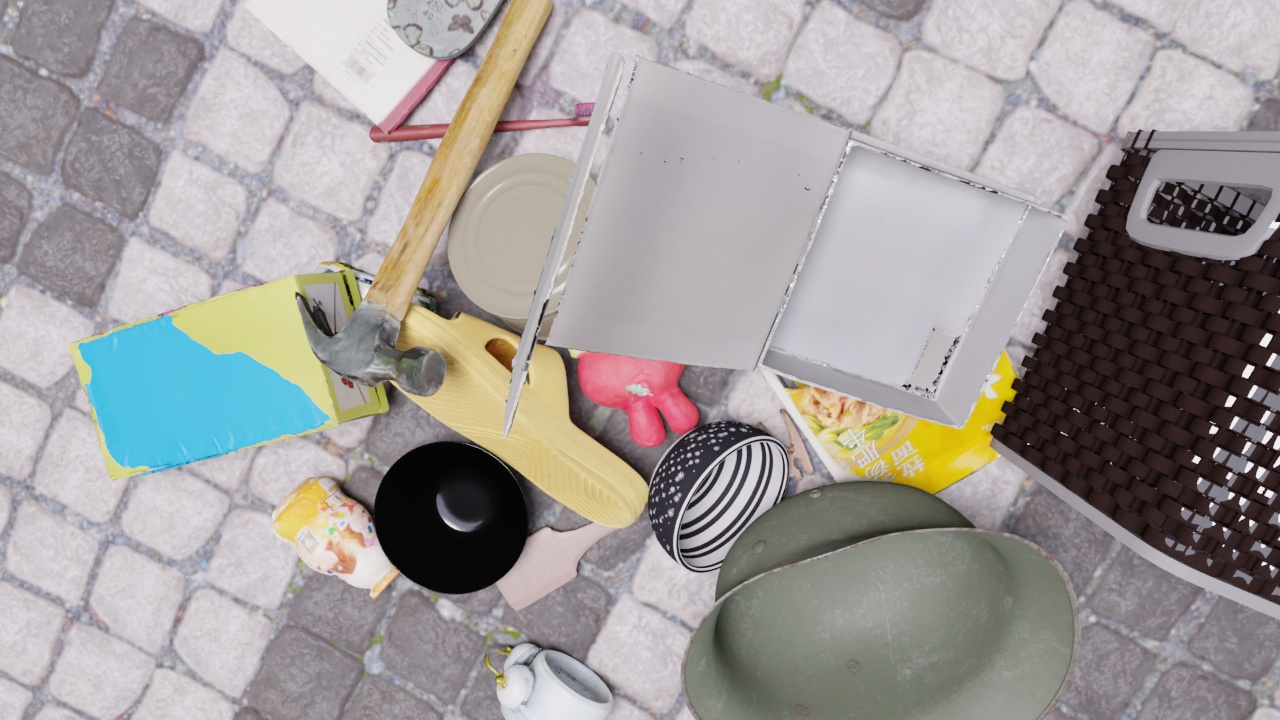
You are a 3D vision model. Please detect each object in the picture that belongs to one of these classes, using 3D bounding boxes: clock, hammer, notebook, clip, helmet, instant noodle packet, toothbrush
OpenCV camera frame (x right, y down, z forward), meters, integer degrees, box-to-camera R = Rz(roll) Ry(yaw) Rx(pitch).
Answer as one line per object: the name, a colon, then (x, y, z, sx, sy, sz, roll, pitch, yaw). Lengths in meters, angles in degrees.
clock: (-0.078, 0.272, 0.744, 0.117, 0.083, 0.057, 34, 92, -4)
hammer: (-0.140, -0.134, 0.662, 0.132, 0.033, 0.329, 10, 69, 29)
notebook: (-0.185, -0.304, 0.716, 0.153, 0.012, 0.209, 42, 93, -1)
clip: (0.112, 0.073, 0.738, 0.045, 0.025, 0.061, -23, 98, 6)
helmet: (0.154, 0.181, 0.678, 0.268, 0.153, 0.227, -17, 114, 0)
instant noodle packet: (0.193, 0.011, 0.708, 0.163, 0.084, 0.221, -34, 104, 8)
toothbrush: (-0.122, -0.189, 0.729, 0.190, 0.016, 0.016, -4, 91, 4)

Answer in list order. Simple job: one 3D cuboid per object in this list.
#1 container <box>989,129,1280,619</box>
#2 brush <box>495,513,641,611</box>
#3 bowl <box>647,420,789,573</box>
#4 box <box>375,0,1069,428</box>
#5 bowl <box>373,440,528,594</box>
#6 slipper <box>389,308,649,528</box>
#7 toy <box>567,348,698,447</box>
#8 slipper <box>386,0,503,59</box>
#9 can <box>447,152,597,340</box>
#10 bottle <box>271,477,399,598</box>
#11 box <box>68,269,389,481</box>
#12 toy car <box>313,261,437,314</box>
container: (0.415, 0.018, 0.590, 0.245, 0.247, 0.244, 23, 101, -10)
brush: (-0.059, 0.154, 0.766, 0.135, 0.015, 0.050, -31, 92, 1)
bowl: (0.050, 0.096, 0.712, 0.066, 0.120, 0.120, 34, 99, 40)
box: (0.064, -0.075, 0.563, 0.418, 0.108, 0.166, 12, 110, -23)
bowl: (-0.147, 0.121, 0.746, 0.124, 0.052, 0.124, 0, 97, 4)
slipper: (-0.092, 0.028, 0.708, 0.263, 0.100, 0.078, 41, 58, -14)
toy: (-0.004, 0.004, 0.727, 0.092, 0.045, 0.135, -33, 88, 8)
slipper: (-0.101, -0.350, 0.680, 0.098, 0.055, 0.269, 26, 92, -4)
can: (-0.073, -0.084, 0.690, 0.128, 0.073, 0.127, -2, 80, 14)
bottle: (-0.246, 0.147, 0.750, 0.109, 0.063, 0.063, 43, 97, -2)
box: (-0.323, 0.012, 0.720, 0.221, 0.079, 0.124, -15, 93, 18)
toy car: (-0.219, -0.046, 0.743, 0.105, 0.033, 0.048, 18, 95, 1)
